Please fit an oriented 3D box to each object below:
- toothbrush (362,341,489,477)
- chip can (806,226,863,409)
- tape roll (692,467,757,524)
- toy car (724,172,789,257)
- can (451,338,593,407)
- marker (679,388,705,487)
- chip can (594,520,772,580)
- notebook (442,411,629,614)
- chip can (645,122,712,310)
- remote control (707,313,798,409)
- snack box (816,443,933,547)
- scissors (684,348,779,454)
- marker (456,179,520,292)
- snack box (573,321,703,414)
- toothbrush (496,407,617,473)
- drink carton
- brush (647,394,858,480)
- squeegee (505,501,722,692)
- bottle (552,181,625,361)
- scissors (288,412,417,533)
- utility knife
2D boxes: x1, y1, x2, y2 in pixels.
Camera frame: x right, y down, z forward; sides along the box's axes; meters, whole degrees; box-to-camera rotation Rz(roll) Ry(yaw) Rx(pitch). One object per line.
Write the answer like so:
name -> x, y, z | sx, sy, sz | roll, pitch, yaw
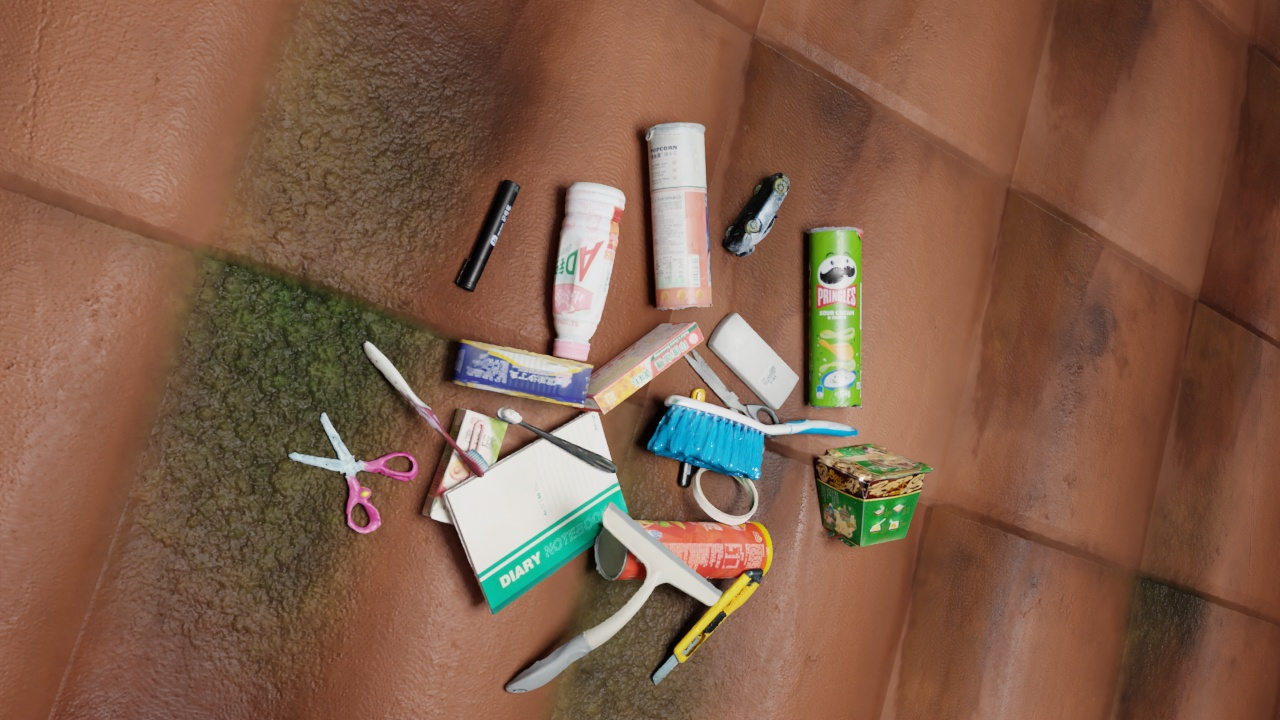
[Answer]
toothbrush -> -0.223, 0.049, 0.956 | 0.187, 0.016, 0.017 | 48, 45, 1
chip can -> 0.256, -0.055, 1.203 | 0.072, 0.072, 0.236 | -1, 92, -28
tape roll -> 0.104, 0.162, 1.130 | 0.085, 0.014, 0.085 | 17, 43, -17
toy car -> 0.150, -0.184, 1.156 | 0.037, 0.054, 0.120 | 37, 73, -20
can -> -0.127, 0.015, 0.993 | 0.148, 0.075, 0.049 | 11, 88, -10
marker -> 0.064, 0.096, 1.136 | 0.018, 0.015, 0.123 | 12, 85, -26
chip can -> 0.054, 0.226, 1.091 | 0.216, 0.073, 0.073 | 7, 87, -33
notebook -> -0.107, 0.164, 1.020 | 0.208, 0.012, 0.150 | -30, 111, -36
chip can -> 0.047, -0.168, 1.092 | 0.071, 0.071, 0.214 | -4, 93, -28
remote control -> 0.145, 0.001, 1.175 | 0.135, 0.019, 0.056 | 43, 72, -21
snack box -> 0.302, 0.180, 1.217 | 0.117, 0.118, 0.106 | -5, 105, -27
scissors -> 0.118, 0.044, 1.168 | 0.140, 0.014, 0.173 | -11, 93, -26
marker -> -0.167, -0.138, 1.011 | 0.022, 0.020, 0.132 | 22, 81, 3
snack box -> -0.006, 0.006, 1.063 | 0.155, 0.077, 0.027 | -36, 107, -22
toothbrush -> -0.086, 0.091, 1.014 | 0.181, 0.018, 0.015 | 33, 64, -39
drink carton -> -0.188, 0.116, 0.988 | 0.053, 0.046, 0.122 | 22, 80, -26
brush -> 0.153, 0.099, 1.146 | 0.314, 0.061, 0.109 | 19, 74, -29
squeegee -> -0.052, 0.299, 1.013 | 0.246, 0.039, 0.246 | -40, 131, 4
bottle -> -0.065, -0.099, 1.041 | 0.068, 0.068, 0.197 | 9, 91, -27
scissors -> -0.291, 0.110, 0.952 | 0.123, 0.017, 0.133 | -28, 99, -23
utility knife -> 0.081, 0.324, 1.109 | 0.197, 0.015, 0.033 | -49, 128, 6
